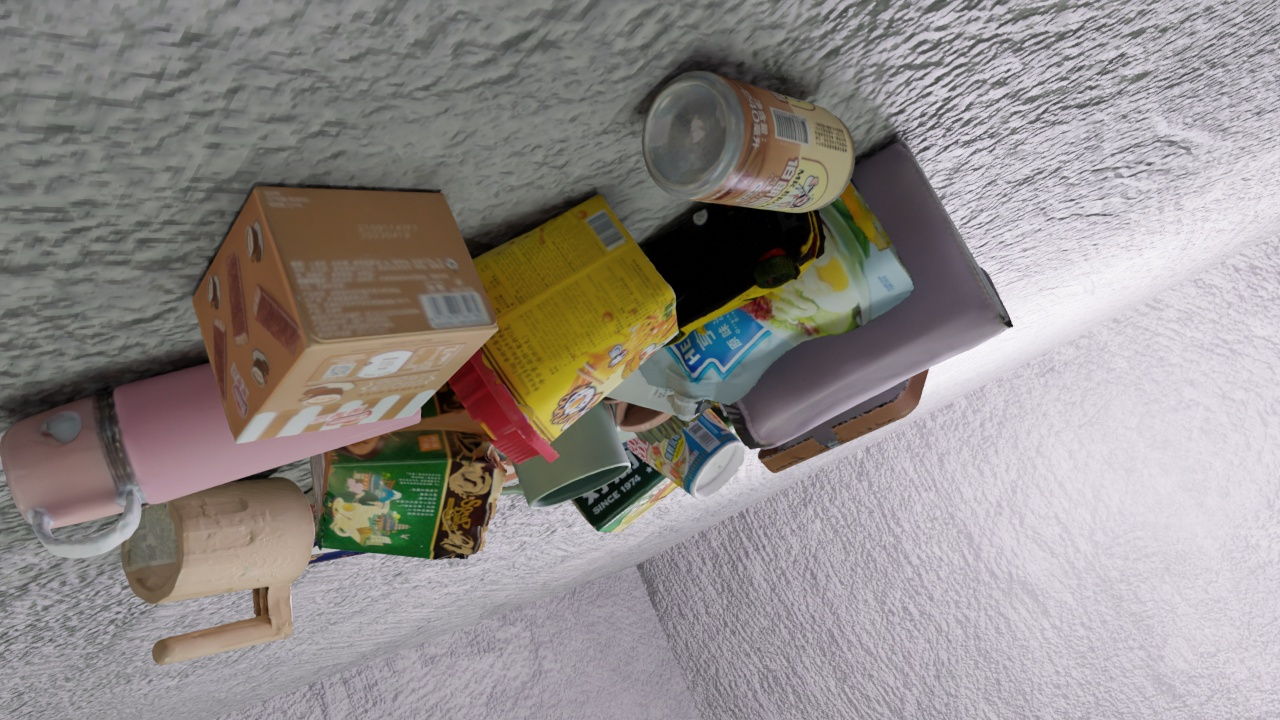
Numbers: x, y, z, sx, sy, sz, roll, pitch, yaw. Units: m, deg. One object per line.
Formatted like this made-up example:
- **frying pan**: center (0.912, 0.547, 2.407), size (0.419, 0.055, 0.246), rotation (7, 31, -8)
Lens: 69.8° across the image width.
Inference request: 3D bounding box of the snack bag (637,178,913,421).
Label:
- **snack bag**: center (0.072, -0.042, 0.608), size (0.191, 0.110, 0.038), rotation (-32, -179, 22)

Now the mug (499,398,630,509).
- **mug**: center (-0.079, 0.056, 0.715), size (0.111, 0.106, 0.082), rotation (-22, 166, -9)

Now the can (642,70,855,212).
- **can**: center (0.057, -0.106, 0.461), size (0.059, 0.058, 0.116), rotation (-35, 162, 36)

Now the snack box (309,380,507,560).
- **snack box**: center (-0.157, 0.060, 0.596), size (0.105, 0.117, 0.118), rotation (0, 131, -26)

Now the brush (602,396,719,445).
- **brush**: center (0.037, 0.006, 0.758), size (0.145, 0.063, 0.073), rotation (-38, 126, -4)

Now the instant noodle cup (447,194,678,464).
- **instant noodle cup**: center (-0.050, -0.020, 0.517), size (0.123, 0.116, 0.116), rotation (-35, 165, -6)

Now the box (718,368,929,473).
- **box**: center (0.170, 0.009, 0.834), size (0.148, 0.158, 0.182), rotation (-9, 159, -41)

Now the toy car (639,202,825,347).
- **toy car**: center (0.040, -0.059, 0.578), size (0.156, 0.071, 0.041), rotation (-30, 160, 29)

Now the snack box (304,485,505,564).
- **snack box**: center (-0.233, 0.133, 0.863), size (0.183, 0.045, 0.177), rotation (-31, 163, 25)

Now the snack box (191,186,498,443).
- **snack box**: center (-0.137, -0.021, 0.422), size (0.092, 0.077, 0.095), rotation (-8, 158, -45)

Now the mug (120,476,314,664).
- **mug**: center (-0.306, 0.150, 0.668), size (0.084, 0.124, 0.103), rotation (-9, 173, 32)

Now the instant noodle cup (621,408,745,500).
- **instant noodle cup**: center (0.040, 0.075, 0.894), size (0.099, 0.110, 0.099), rotation (-32, 145, -26)

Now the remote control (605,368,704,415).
- **remote control**: center (-0.004, 0.004, 0.687), size (0.135, 0.019, 0.056), rotation (16, 109, -31)

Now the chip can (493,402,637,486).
- **chip can**: center (-0.065, 0.055, 0.803), size (0.214, 0.071, 0.071), rotation (-19, 164, -18)

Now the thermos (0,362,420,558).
- **thermos**: center (-0.219, 0.039, 0.490), size (0.198, 0.087, 0.067), rotation (-18, 144, -25)

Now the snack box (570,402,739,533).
- **snack box**: center (0.038, 0.096, 1.016), size (0.240, 0.063, 0.114), rotation (-38, 165, 2)

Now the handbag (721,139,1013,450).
- **handbag**: center (0.137, -0.039, 0.647), size (0.197, 0.145, 0.098), rotation (-29, 162, 22)
